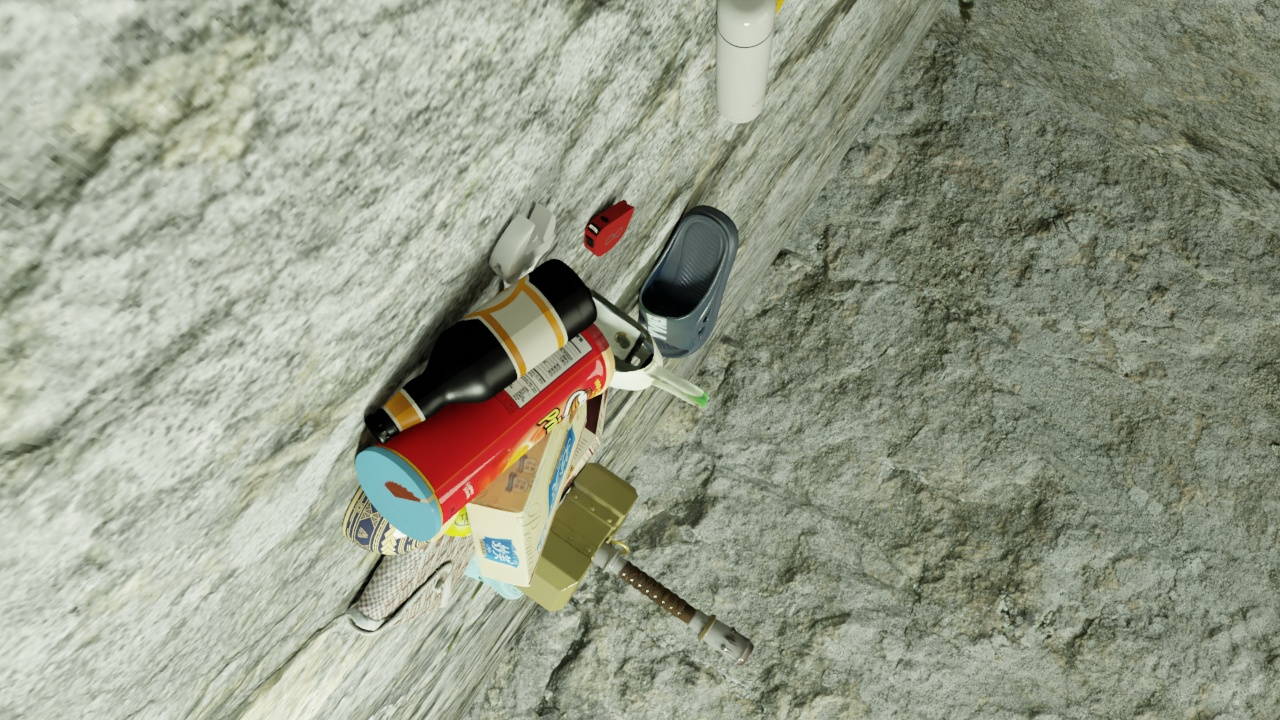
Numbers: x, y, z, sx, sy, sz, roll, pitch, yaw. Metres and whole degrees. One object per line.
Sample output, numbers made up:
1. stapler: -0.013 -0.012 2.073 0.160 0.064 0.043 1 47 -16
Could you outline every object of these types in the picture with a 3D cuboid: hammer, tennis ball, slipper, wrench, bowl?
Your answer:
1. hammer: 0.010 0.307 1.246 0.189 0.325 0.101 -51 171 -37
2. tennis ball: -0.176 0.138 0.893 0.065 0.065 0.065 -55 172 -11
3. slipper: -0.198 0.254 1.265 0.115 0.069 0.276 -55 158 -15
4. wrench: -0.111 -0.035 0.775 0.066 0.018 0.274 -51 172 -33
5. bowl: -0.185 0.117 0.764 0.112 0.061 0.112 -55 172 -11
6. slipper: 0.055 -0.089 1.268 0.083 0.111 0.269 -45 163 -44

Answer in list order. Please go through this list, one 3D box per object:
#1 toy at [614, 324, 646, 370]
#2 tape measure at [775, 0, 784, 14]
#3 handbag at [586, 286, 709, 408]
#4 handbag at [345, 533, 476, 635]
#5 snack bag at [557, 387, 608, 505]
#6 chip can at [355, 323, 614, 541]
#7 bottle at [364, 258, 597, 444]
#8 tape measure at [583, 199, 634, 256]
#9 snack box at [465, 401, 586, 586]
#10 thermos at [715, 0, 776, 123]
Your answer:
1. toy: -0.038 -0.012 1.256 0.076 0.037 0.125 -56 171 28
2. tape measure: 0.119 -0.348 0.859 0.059 0.030 0.068 -58 170 14
3. handbag: -0.006 0.006 0.998 0.074 0.176 0.151 -55 173 -3
4. handbag: -0.221 0.218 0.967 0.124 0.047 0.185 -60 166 4
5. snack bag: -0.104 0.117 1.247 0.206 0.070 0.094 -55 173 -9
6. chip can: -0.116 0.044 0.727 0.212 0.087 0.087 -42 165 -40
7. bottle: -0.118 -0.002 0.664 0.181 0.059 0.059 -37 166 -19
8. tape measure: -0.035 -0.123 0.876 0.058 0.019 0.052 -41 166 -40
9. snack box: -0.103 0.090 0.886 0.154 0.055 0.206 94 11 -52
10. thermos: 0.098 -0.292 0.876 0.052 0.052 0.224 -56 173 -3
